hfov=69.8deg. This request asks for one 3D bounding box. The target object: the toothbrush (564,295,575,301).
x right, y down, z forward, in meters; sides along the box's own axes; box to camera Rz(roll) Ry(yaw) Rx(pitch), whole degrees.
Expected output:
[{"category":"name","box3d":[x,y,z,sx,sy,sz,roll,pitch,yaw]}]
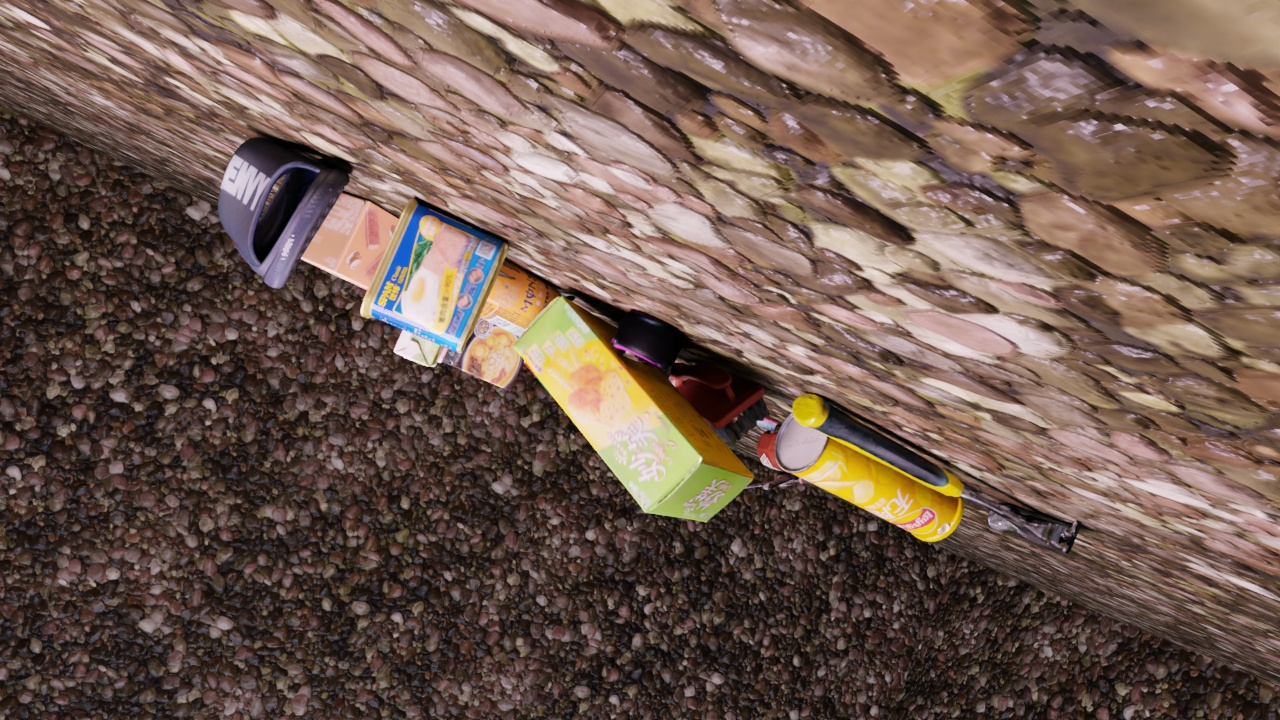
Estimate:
[{"category":"toothbrush","box3d":[-0.115,-0.063,0.955,0.018,0.014,0.189,54,156,-20]}]

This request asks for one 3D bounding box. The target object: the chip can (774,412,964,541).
[{"category":"chip can","box3d":[0.232,0.115,0.921,0.213,0.072,0.072,28,175,-29]}]

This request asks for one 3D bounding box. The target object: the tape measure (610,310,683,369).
[{"category":"tape measure","box3d":[0.005,-0.016,0.797,0.057,0.039,0.058,22,175,32]}]

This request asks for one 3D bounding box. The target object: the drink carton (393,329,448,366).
[{"category":"drink carton","box3d":[-0.196,-0.054,0.903,0.045,0.122,0.053,24,176,-7]}]

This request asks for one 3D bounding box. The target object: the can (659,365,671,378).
[{"category":"can","box3d":[-0.006,0.006,1.027,0.053,0.053,0.133,26,175,-11]}]

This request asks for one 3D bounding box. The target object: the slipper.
[{"category":"slipper","box3d":[-0.319,-0.131,0.781,0.083,0.110,0.268,30,177,-27]}]

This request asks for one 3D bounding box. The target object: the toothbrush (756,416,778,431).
[{"category":"toothbrush","box3d":[0.097,0.051,1.236,0.187,0.017,0.016,24,176,2]}]

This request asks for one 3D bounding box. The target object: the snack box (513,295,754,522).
[{"category":"snack box","box3d":[-0.004,0.048,0.850,0.210,0.070,0.157,49,-171,25]}]

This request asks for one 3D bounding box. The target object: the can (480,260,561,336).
[{"category":"can","box3d":[-0.144,-0.070,0.845,0.146,0.058,0.058,28,175,-36]}]

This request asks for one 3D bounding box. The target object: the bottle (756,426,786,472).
[{"category":"bottle","box3d":[0.198,0.118,1.207,0.060,0.059,0.206,25,175,-1]}]

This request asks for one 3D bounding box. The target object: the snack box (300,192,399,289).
[{"category":"snack box","box3d":[-0.286,-0.118,0.931,0.093,0.077,0.094,22,175,34]}]

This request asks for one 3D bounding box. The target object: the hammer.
[{"category":"hammer","box3d":[0.276,0.108,0.847,0.323,0.032,0.126,27,175,-22]}]

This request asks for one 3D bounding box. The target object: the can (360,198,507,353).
[{"category":"can","box3d":[-0.163,-0.065,0.734,0.083,0.102,0.057,24,175,-6]}]

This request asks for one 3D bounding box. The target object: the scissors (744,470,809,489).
[{"category":"scissors","box3d":[0.206,0.157,1.230,0.225,0.015,0.189,-6,177,-9]}]

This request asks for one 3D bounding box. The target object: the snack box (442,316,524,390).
[{"category":"snack box","box3d":[-0.172,-0.033,1.088,0.053,0.113,0.125,21,175,40]}]

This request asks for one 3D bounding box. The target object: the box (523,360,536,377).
[{"category":"box","box3d":[-0.070,0.023,1.303,0.155,0.074,0.201,16,179,24]}]

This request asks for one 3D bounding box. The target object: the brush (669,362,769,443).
[{"category":"brush","box3d":[0.070,0.035,0.960,0.069,0.063,0.146,58,165,-18]}]

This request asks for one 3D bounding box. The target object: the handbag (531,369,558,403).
[{"category":"handbag","box3d":[-0.076,0.020,1.114,0.120,0.068,0.131,59,-174,-2]}]

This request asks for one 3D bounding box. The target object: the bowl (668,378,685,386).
[{"category":"bowl","box3d":[0.051,0.055,1.072,0.116,0.116,0.066,25,135,-10]}]
